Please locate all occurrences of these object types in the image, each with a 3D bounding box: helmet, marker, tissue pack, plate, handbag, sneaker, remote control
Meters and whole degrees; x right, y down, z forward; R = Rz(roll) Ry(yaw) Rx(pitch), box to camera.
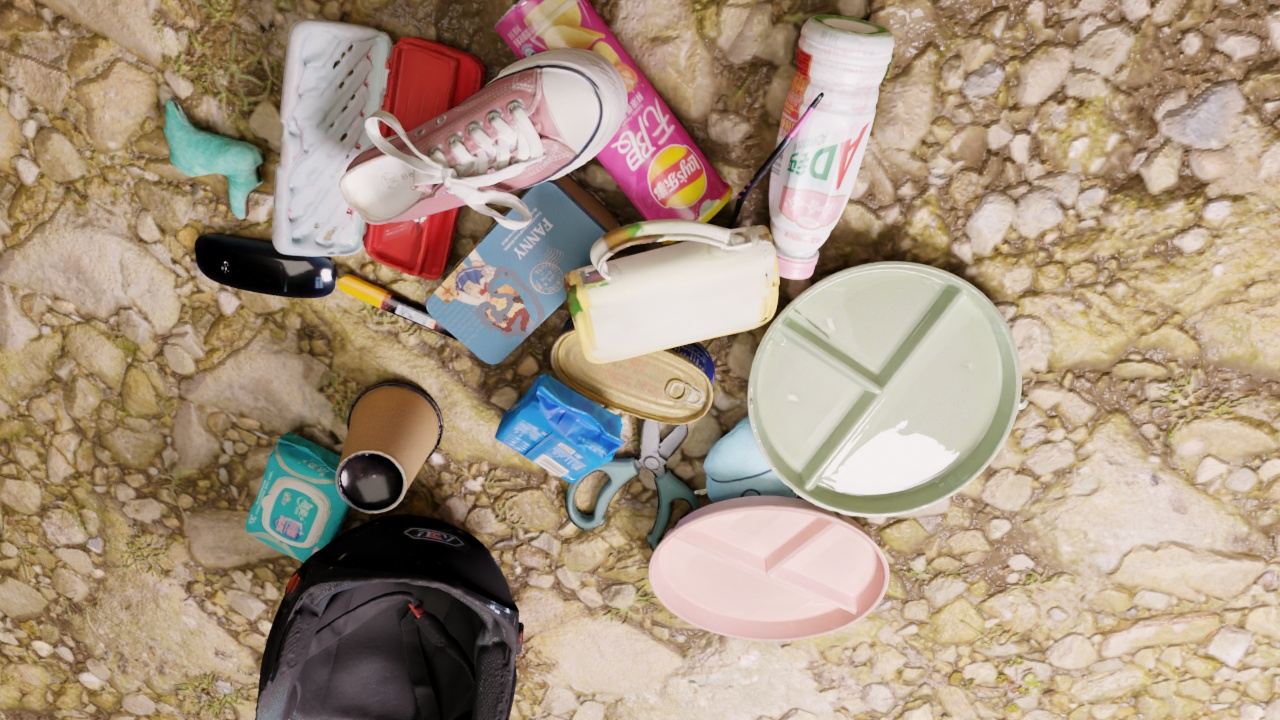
[{"bbox_3d":[-0.234,0.262,0.894,0.233,0.229,0.275,18,121,-18],"label":"helmet"},{"bbox_3d":[-0.220,-0.049,0.849,0.124,0.015,0.018,25,120,-7],"label":"marker"},{"bbox_3d":[-0.072,0.061,0.830,0.095,0.052,0.157,33,156,-8],"label":"tissue pack"},{"bbox_3d":[0.205,0.026,0.784,0.230,0.027,0.230,1,109,2],"label":"plate"},{"bbox_3d":[0.022,-0.069,0.703,0.163,0.063,0.179,-14,159,-2],"label":"handbag"},{"bbox_3d":[-0.123,-0.149,0.669,0.241,0.087,0.118,-16,119,21],"label":"sneaker"},{"bbox_3d":[0.122,0.204,0.891,0.229,0.028,0.230,3,134,3],"label":"plate"},{"bbox_3d":[-0.347,0.143,0.950,0.093,0.050,0.134,27,118,-5],"label":"tissue pack"},{"bbox_3d":[-0.349,-0.085,0.844,0.136,0.024,0.053,9,120,4],"label":"remote control"}]

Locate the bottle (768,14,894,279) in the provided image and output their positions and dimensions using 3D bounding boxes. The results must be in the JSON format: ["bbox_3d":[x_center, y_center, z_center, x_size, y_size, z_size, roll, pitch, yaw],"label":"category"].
[{"bbox_3d":[0.137,-0.157,0.706,0.068,0.068,0.197,11,122,3],"label":"bottle"}]

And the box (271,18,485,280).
[{"bbox_3d":[-0.218,-0.169,0.758,0.160,0.063,0.202,9,121,-16],"label":"box"}]

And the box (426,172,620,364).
[{"bbox_3d":[-0.095,-0.084,0.783,0.090,0.063,0.185,40,118,-13],"label":"box"}]

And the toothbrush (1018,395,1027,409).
[{"bbox_3d":[0.249,0.008,0.801,0.189,0.029,0.020,20,163,-3],"label":"toothbrush"}]

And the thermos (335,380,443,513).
[{"bbox_3d":[-0.237,0.081,0.854,0.093,0.143,0.093,-1,111,-3],"label":"thermos"}]

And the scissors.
[{"bbox_3d":[-0.013,0.121,0.903,0.172,0.019,0.177,1,119,9],"label":"scissors"}]

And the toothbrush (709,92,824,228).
[{"bbox_3d":[0.088,-0.141,0.710,0.018,0.014,0.190,35,142,-2],"label":"toothbrush"}]

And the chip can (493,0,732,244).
[{"bbox_3d":[-0.019,-0.191,0.708,0.072,0.071,0.210,-33,108,23],"label":"chip can"}]

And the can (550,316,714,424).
[{"bbox_3d":[-0.005,0.005,0.822,0.148,0.049,0.075,19,119,-1],"label":"can"}]

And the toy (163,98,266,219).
[{"bbox_3d":[-0.368,-0.172,0.798,0.092,0.030,0.097,15,125,3],"label":"toy"}]

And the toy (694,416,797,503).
[{"bbox_3d":[0.122,0.087,0.846,0.156,0.049,0.161,-11,117,6],"label":"toy"}]
